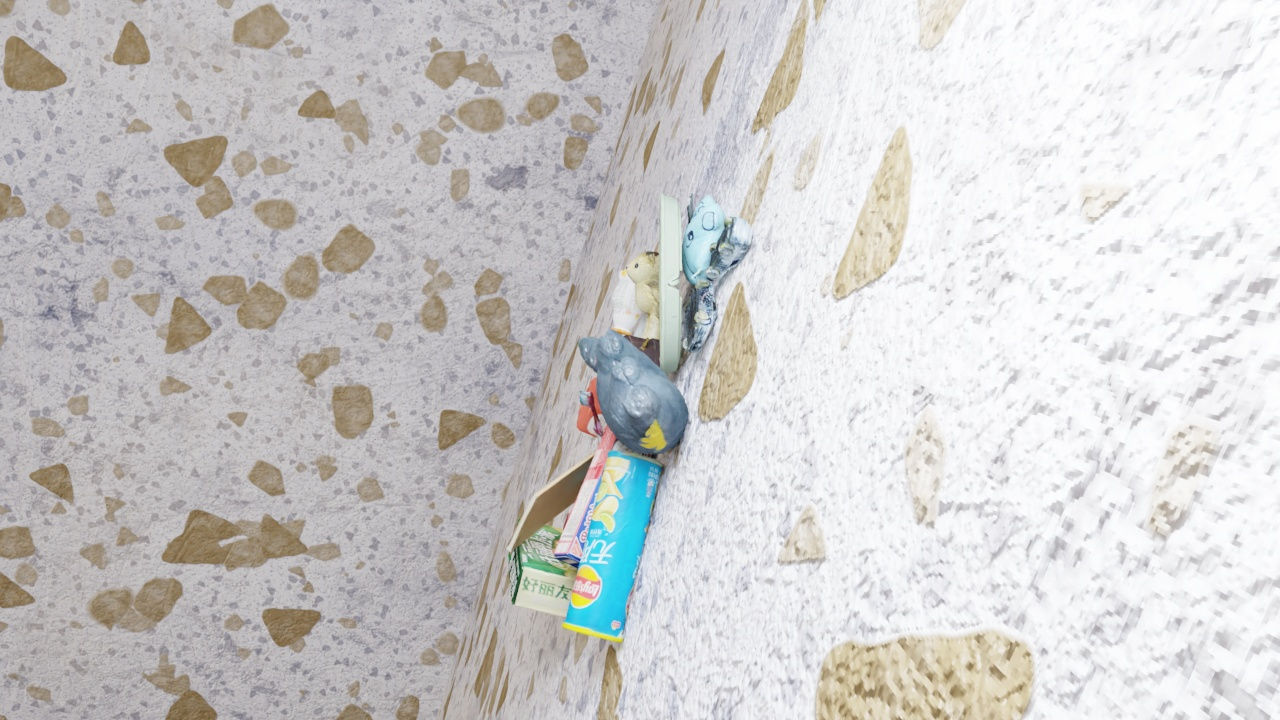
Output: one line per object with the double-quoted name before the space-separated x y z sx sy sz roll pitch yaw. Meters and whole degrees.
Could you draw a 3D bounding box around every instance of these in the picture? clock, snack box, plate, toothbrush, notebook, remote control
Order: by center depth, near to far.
"plate" 0.036 -0.093 1.148 0.230 0.027 0.230 142 128 -90
"snack box" -0.040 0.160 1.150 0.058 0.057 0.207 -25 39 64
"toothbrush" -0.058 0.091 1.191 0.188 0.017 0.016 80 -157 -56
"clock" -0.008 0.008 1.289 0.122 0.055 0.082 161 120 -68
"notebook" -0.093 0.174 1.291 0.210 0.012 0.150 -33 -19 -40
"snack box" -0.128 0.300 1.332 0.240 0.114 0.063 -150 75 -80
"snack box" -0.047 0.075 1.355 0.091 0.080 0.081 118 164 -46
"remote control" -0.005 -0.016 1.445 0.055 0.020 0.136 -84 14 -50

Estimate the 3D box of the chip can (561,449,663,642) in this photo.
"chip can" -0.030 0.214 1.068 0.071 0.071 0.210 140 146 -72

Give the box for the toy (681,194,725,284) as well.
"toy" 0.077 -0.146 1.138 0.162 0.050 0.156 107 174 -55

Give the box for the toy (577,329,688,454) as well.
"toy" -0.009 0.041 1.060 0.091 0.138 0.356 -38 19 -2

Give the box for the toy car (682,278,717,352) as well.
"toy car" 0.071 -0.051 1.061 0.105 0.031 0.049 -82 10 -49

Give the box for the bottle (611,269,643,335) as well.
"bottle" -0.017 -0.096 1.511 0.063 0.063 0.108 -171 98 -80

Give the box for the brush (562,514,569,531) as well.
"brush" -0.067 0.240 1.226 0.146 0.069 0.063 -123 49 -77

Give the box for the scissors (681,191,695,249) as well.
"scissors" 0.064 -0.176 1.217 0.173 0.012 0.126 -51 -21 -68

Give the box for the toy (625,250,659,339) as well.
"toy" 0.010 -0.082 1.345 0.105 0.066 0.157 -129 40 -85

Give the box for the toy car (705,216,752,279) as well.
"toy car" 0.098 -0.124 1.028 0.091 0.034 0.042 121 160 -61
